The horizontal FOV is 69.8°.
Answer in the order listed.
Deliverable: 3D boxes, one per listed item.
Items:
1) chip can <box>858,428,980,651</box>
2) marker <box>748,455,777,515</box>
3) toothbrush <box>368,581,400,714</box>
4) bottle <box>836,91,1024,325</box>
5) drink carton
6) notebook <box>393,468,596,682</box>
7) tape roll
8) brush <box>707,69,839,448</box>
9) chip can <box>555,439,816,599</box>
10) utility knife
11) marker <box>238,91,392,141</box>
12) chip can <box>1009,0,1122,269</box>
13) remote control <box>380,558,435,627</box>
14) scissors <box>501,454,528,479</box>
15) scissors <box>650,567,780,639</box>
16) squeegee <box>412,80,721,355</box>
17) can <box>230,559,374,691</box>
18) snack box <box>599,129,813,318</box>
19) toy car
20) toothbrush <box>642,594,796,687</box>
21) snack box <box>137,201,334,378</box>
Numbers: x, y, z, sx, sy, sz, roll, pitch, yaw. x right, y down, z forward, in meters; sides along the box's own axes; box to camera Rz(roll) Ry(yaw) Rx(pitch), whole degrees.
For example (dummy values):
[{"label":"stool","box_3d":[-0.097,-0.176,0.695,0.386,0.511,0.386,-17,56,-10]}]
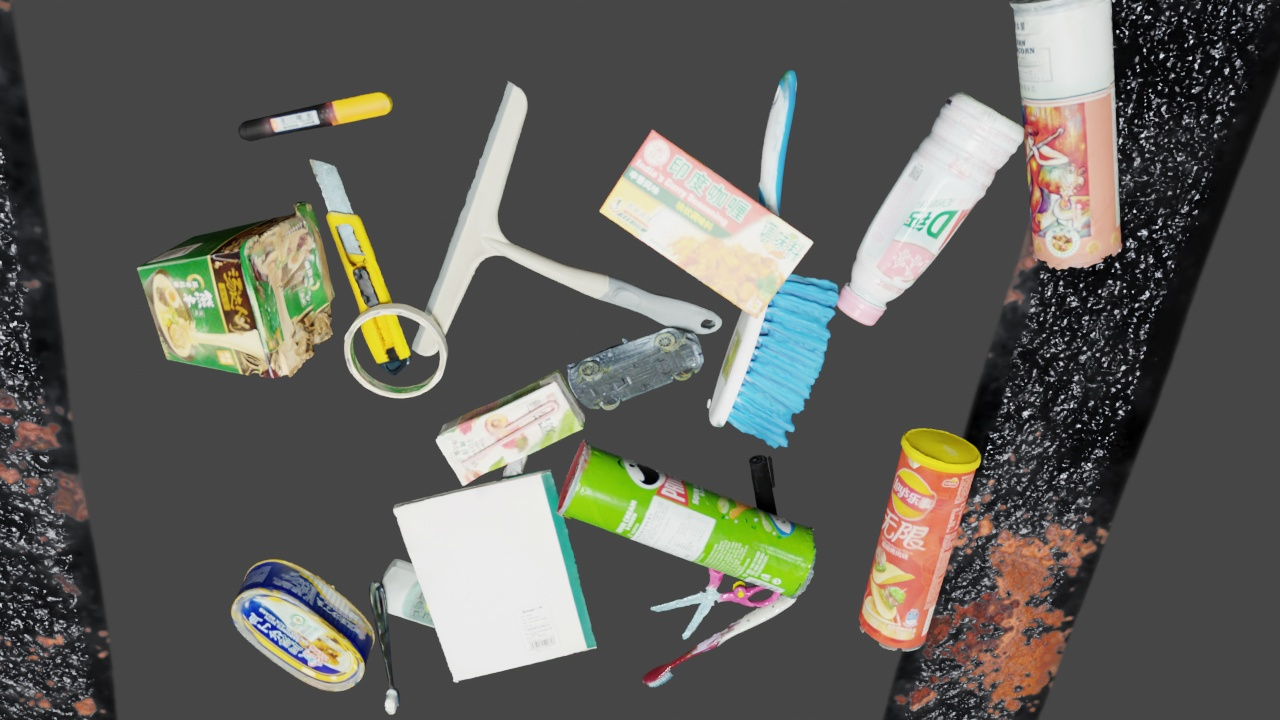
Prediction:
[{"label":"chip can","box_3d":[0.267,0.175,0.888,0.073,0.073,0.217,3,114,-6]},{"label":"marker","box_3d":[0.126,0.152,0.896,0.022,0.020,0.132,-16,114,-8]},{"label":"toothbrush","box_3d":[-0.256,0.289,0.918,0.015,0.018,0.181,4,120,3]},{"label":"bottle","box_3d":[0.230,-0.119,0.759,0.068,0.068,0.197,25,114,-14]},{"label":"drink carton","box_3d":[-0.115,0.060,0.816,0.122,0.045,0.053,-25,105,7]},{"label":"notebook","box_3d":[-0.136,0.212,0.887,0.150,0.012,0.209,-13,112,-2]},{"label":"tape roll","box_3d":[-0.209,-0.008,0.785,0.086,0.013,0.086,-1,117,-1]},{"label":"brush","box_3d":[0.121,-0.074,0.779,0.109,0.060,0.315,15,109,-7]},{"label":"chip can","box_3d":[0.044,0.148,0.846,0.236,0.072,0.072,22,111,-7]},{"label":"utility knife","box_3d":[-0.235,-0.074,0.770,0.033,0.015,0.197,-13,114,2]},{"label":"marker","box_3d":[-0.255,-0.191,0.718,0.124,0.015,0.018,-11,113,3]},{"label":"chip can","box_3d":[0.343,-0.185,0.734,0.071,0.071,0.215,-15,115,3]},{"label":"remote control","box_3d":[-0.193,0.242,0.911,0.135,0.019,0.056,23,111,-14]},{"label":"scissors","box_3d":[-0.128,0.107,0.860,0.141,0.014,0.174,-21,113,4]},{"label":"scissors","box_3d":[0.073,0.232,0.931,0.133,0.017,0.124,-13,116,6]},{"label":"squeegee","box_3d":[-0.040,-0.066,0.775,0.246,0.039,0.247,21,111,-13]},{"label":"can","box_3d":[-0.326,0.258,0.893,0.075,0.049,0.148,-37,112,12]},{"label":"snack box","box_3d":[0.052,-0.108,0.735,0.156,0.027,0.077,34,104,-6]},{"label":"toy car","box_3d":[-0.005,0.005,0.806,0.121,0.036,0.054,-19,139,8]},{"label":"toothbrush","box_3d":[0.083,0.294,0.958,0.188,0.016,0.017,-33,120,10]},{"label":"snack box","box_3d":[-0.321,-0.054,0.727,0.106,0.118,0.118,-1,115,7]}]
